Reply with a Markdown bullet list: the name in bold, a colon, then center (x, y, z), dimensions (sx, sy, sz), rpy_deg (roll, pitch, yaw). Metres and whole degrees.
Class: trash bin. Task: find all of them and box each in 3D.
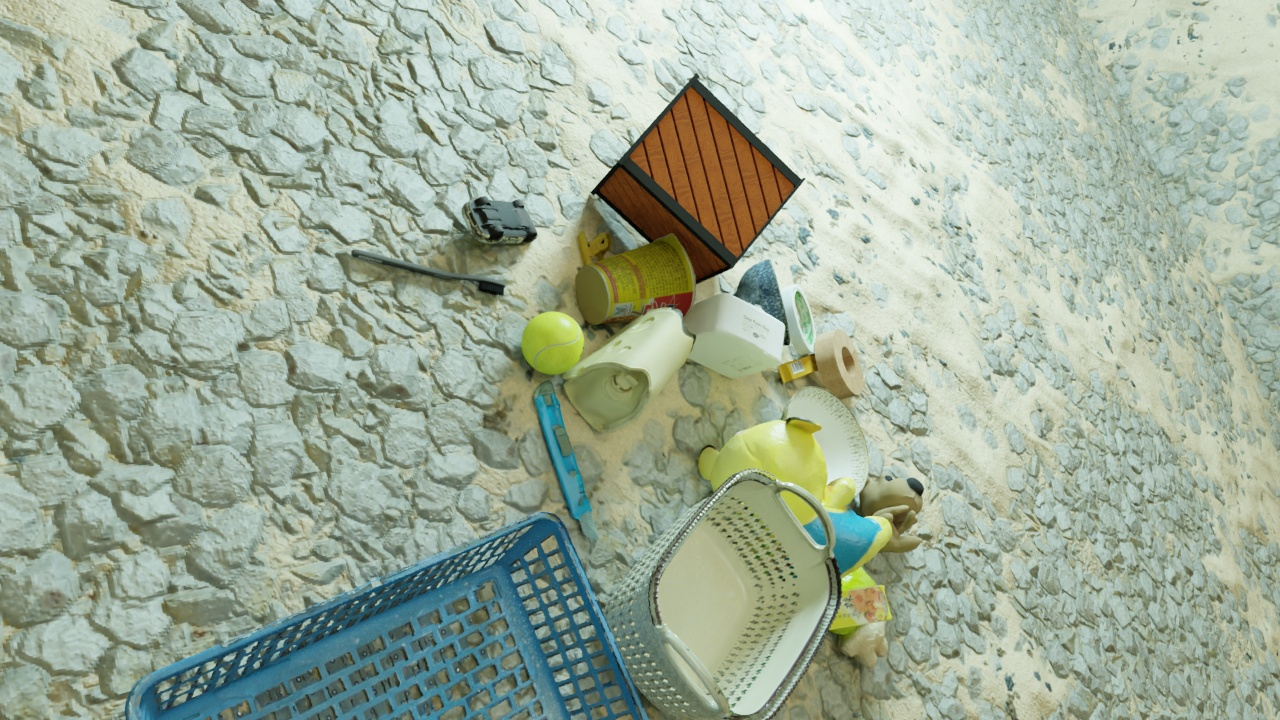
- **trash bin**: center (0.063, -0.206, 1.084), dimensions (0.172, 0.140, 0.139), rpy_deg (42, 77, -9)

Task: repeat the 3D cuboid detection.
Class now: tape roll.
- **tape roll**: center (0.213, -0.055, 1.232), dimensions (0.094, 0.018, 0.093), rpy_deg (43, 39, -50)
- **tape roll**: center (0.271, 0.005, 1.248), dimensions (0.094, 0.027, 0.093), rpy_deg (33, 47, -45)

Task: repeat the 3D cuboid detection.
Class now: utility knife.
- **utility knife**: center (-0.076, 0.102, 0.941), dimensions (0.031, 0.015, 0.174), rpy_deg (-11, 76, -38)

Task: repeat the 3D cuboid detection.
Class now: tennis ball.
- **tennis ball**: center (-0.091, -0.018, 0.954), dimensions (0.065, 0.065, 0.065), rpy_deg (19, 57, -32)

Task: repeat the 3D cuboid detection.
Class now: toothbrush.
- **toothbrush**: center (-0.211, -0.090, 0.930), dimensions (0.167, 0.013, 0.013), rpy_deg (13, 68, -35)

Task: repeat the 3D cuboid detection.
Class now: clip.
- **clip**: center (-0.052, -0.129, 1.066), dimensions (0.047, 0.046, 0.054), rpy_deg (-13, 72, 3)

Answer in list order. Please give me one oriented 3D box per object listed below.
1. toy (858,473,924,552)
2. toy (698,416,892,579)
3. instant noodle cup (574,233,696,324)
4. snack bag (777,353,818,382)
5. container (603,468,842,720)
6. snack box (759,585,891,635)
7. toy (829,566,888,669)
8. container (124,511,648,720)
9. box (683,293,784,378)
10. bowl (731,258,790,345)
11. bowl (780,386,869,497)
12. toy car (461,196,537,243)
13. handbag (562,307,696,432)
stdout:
- **toy**: center (0.311, 0.194, 1.161), dimensions (0.134, 0.106, 0.108), rpy_deg (40, 37, -11)
- **toy**: center (0.175, 0.161, 1.031), dimensions (0.214, 0.149, 0.084), rpy_deg (54, 3, -7)
- **instant noodle cup**: center (-0.011, -0.082, 1.043), dimensions (0.112, 0.101, 0.100), rpy_deg (-16, 79, -34)
- **snack bag**: center (0.214, 0.009, 1.224), dimensions (0.099, 0.020, 0.026), rpy_deg (-18, 85, -44)
- **container**: center (0.081, 0.236, 0.909), dimensions (0.185, 0.144, 0.250), rpy_deg (52, 46, -3)
- **snack box**: center (0.208, 0.283, 1.033), dimensions (0.148, 0.029, 0.040), rpy_deg (-3, 70, -17)
- **toy**: center (0.255, 0.304, 1.087), dimensions (0.092, 0.043, 0.118), rpy_deg (-25, 87, -37)
- **container**: center (-0.172, 0.296, 0.705), dimensions (0.361, 0.089, 0.257), rpy_deg (-16, 78, -43)
- **box**: center (0.110, -0.044, 1.108), dimensions (0.107, 0.103, 0.095), rpy_deg (27, 63, -26)
- **bowl**: center (0.149, -0.068, 1.174), dimensions (0.114, 0.061, 0.114), rpy_deg (-12, 89, -84)
- **bowl**: center (0.212, 0.110, 1.138), dimensions (0.145, 0.063, 0.145), rpy_deg (20, 56, -32)
- **toy car**: center (-0.153, -0.148, 0.994), dimensions (0.112, 0.041, 0.048), rpy_deg (-11, 74, -61)
- **handbag**: center (-0.006, 0.006, 0.980), dimensions (0.081, 0.111, 0.119), rpy_deg (52, 46, -5)
